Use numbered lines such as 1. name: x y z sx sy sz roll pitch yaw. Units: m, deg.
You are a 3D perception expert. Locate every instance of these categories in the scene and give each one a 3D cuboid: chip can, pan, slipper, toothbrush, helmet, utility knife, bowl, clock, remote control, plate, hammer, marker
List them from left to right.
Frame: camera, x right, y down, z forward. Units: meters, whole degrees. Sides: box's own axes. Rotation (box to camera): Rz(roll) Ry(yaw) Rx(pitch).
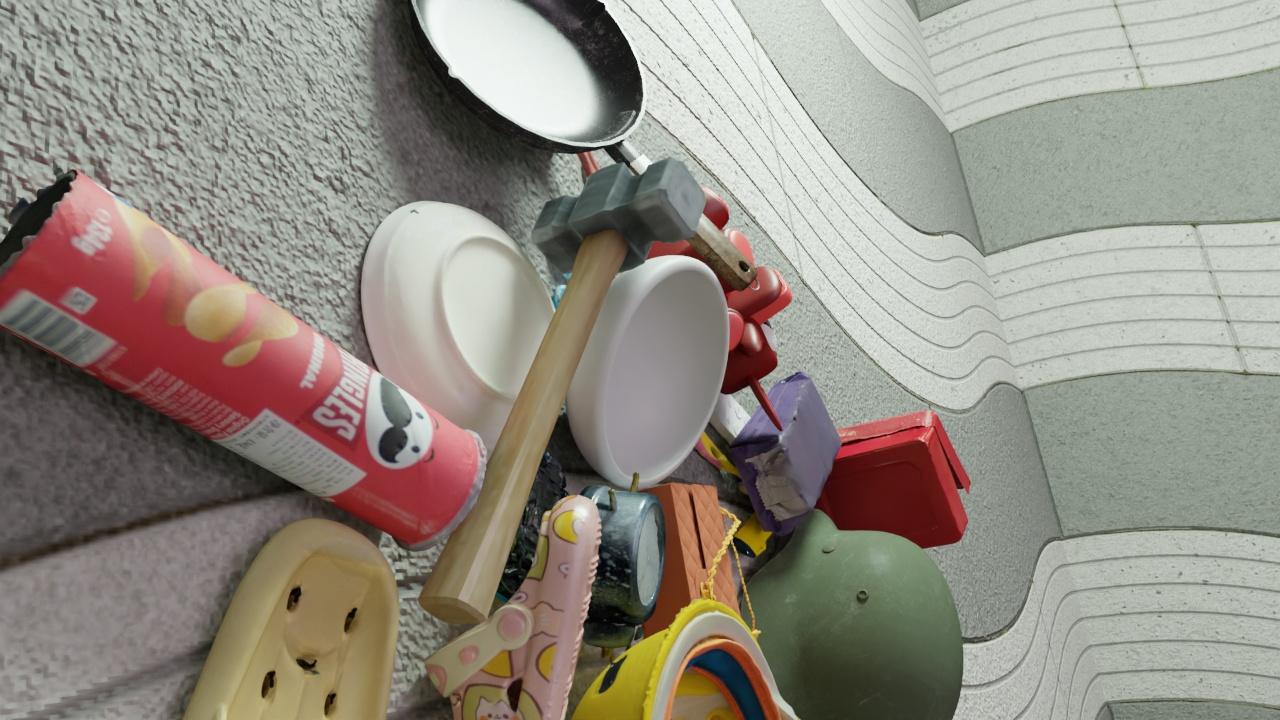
1. chip can: -0.177 0.010 0.427 0.233 0.073 0.073 42 41 -39
2. slipper: -0.139 0.188 0.385 0.111 0.079 0.260 44 39 -44
3. plate: -0.102 -0.024 0.607 0.182 0.034 0.182 35 46 -46
4. slipper: -0.075 0.166 0.502 0.093 0.081 0.197 93 11 -75
5. hammer: -0.052 0.004 0.554 0.051 0.118 0.321 48 46 -34
6. pan: -0.035 -0.182 0.707 0.357 0.040 0.207 49 44 -5
7. clock: -0.017 0.144 0.624 0.090 0.052 0.129 -17 109 -73
8. bowl: -0.004 0.004 0.693 0.176 0.066 0.177 -30 128 -48
9. helmet: 0.019 0.277 0.540 0.208 0.140 0.240 8 59 -60
10. toothbrush: 0.073 0.091 0.858 0.135 0.016 0.021 45 41 -35
11. remote control: 0.100 0.070 0.914 0.136 0.013 0.043 46 38 -37
12. utility knife: 0.124 0.157 0.898 0.030 0.017 0.155 43 30 11
13. marker: 0.143 0.181 0.926 0.022 0.016 0.138 36 38 -4
14. helmet: 0.216 0.258 0.854 0.227 0.154 0.267 46 39 -38

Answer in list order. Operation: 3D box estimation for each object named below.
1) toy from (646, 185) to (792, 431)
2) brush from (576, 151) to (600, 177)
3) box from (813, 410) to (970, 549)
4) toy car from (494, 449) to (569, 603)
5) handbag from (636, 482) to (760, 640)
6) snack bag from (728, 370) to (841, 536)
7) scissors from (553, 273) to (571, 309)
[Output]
1. toy: 0.078 -0.048 0.843 0.197 0.120 0.158 56 7 -32
2. brush: -0.060 -0.183 0.770 0.172 0.030 0.040 65 30 -9
3. box: 0.267 0.141 1.014 0.136 0.158 0.122 58 37 -19
4. toy car: -0.075 0.104 0.582 0.048 0.032 0.105 46 40 -36
5. handbag: 0.051 0.186 0.726 0.108 0.060 0.171 17 60 -60
6. snack bag: 0.154 0.085 0.921 0.096 0.059 0.204 65 28 -10
7. scissors: -0.030 -0.042 0.764 0.140 0.015 0.083 37 43 -48
